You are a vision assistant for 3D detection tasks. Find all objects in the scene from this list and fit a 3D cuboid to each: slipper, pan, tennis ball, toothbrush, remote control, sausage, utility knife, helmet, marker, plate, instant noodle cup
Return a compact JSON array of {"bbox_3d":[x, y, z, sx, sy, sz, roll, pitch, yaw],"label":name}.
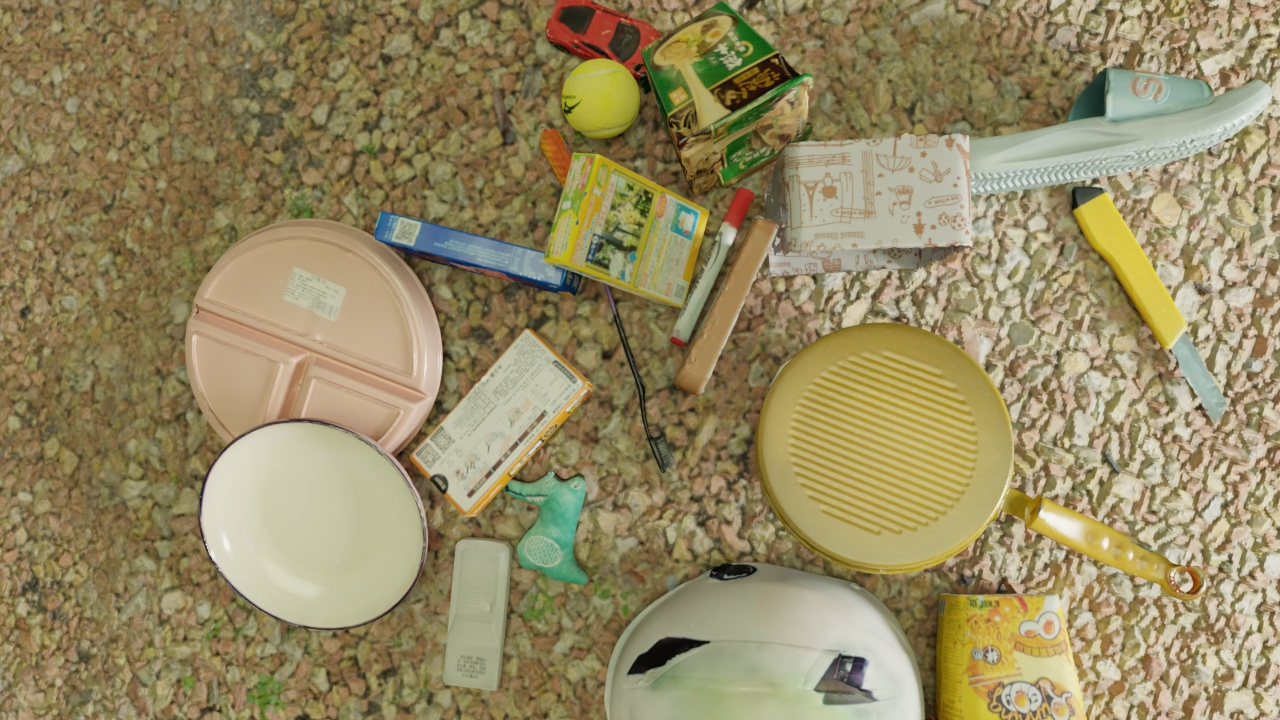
[{"bbox_3d":[0.352,-0.185,0.724,0.245,0.104,0.074,-9,86,10],"label":"slipper"},{"bbox_3d":[0.261,0.099,0.710,0.357,0.078,0.197,23,84,16],"label":"pan"},{"bbox_3d":[-0.033,-0.218,0.766,0.065,0.065,0.065,0,88,4],"label":"tennis ball"},{"bbox_3d":[-0.005,0.004,0.784,0.016,0.014,0.189,-17,87,-4],"label":"toothbrush"},{"bbox_3d":[-0.139,0.215,0.782,0.049,0.024,0.125,5,89,4],"label":"remote control"},{"bbox_3d":[-0.045,-0.130,0.787,0.021,0.021,0.165,-28,86,2],"label":"sausage"},{"bbox_3d":[0.417,-0.049,0.754,0.033,0.015,0.223,-28,84,2],"label":"utility knife"},{"bbox_3d":[0.094,0.279,0.703,0.259,0.146,0.229,1,88,4],"label":"helmet"},{"bbox_3d":[0.060,-0.079,0.770,0.017,0.017,0.145,25,82,4],"label":"marker"},{"bbox_3d":[-0.268,0.134,0.768,0.192,0.039,0.192,1,107,4],"label":"plate"},{"bbox_3d":[0.283,0.245,0.714,0.116,0.116,0.123,-1,76,4],"label":"instant noodle cup"},{"bbox_3d":[-0.284,-0.006,0.782,0.229,0.028,0.229,1,95,7],"label":"plate"}]

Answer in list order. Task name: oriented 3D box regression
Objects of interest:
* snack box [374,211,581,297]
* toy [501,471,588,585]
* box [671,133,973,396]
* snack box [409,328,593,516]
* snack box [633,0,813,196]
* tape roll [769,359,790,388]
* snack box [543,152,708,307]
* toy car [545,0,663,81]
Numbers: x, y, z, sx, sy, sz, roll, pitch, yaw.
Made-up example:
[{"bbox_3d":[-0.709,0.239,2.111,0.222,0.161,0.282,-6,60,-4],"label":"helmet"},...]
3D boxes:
[{"bbox_3d":[-0.131,-0.086,0.760,0.157,0.084,0.026,14,89,4],"label":"snack box"},{"bbox_3d":[-0.079,0.136,0.779,0.096,0.030,0.092,15,85,12],"label":"toy"},{"bbox_3d":[0.117,-0.078,0.696,0.269,0.179,0.136,-34,88,2],"label":"box"},{"bbox_3d":[-0.118,0.053,0.778,0.075,0.026,0.154,43,91,15],"label":"snack box"},{"bbox_3d":[0.065,-0.216,0.743,0.117,0.118,0.105,-29,76,3],"label":"snack box"},{"bbox_3d":[0.149,0.035,0.764,0.086,0.014,0.085,-1,78,6],"label":"tape roll"},{"bbox_3d":[-0.008,-0.100,0.732,0.034,0.140,0.087,15,89,42],"label":"snack box"},{"bbox_3d":[-0.028,-0.277,0.786,0.106,0.031,0.049,25,91,2],"label":"toy car"}]
